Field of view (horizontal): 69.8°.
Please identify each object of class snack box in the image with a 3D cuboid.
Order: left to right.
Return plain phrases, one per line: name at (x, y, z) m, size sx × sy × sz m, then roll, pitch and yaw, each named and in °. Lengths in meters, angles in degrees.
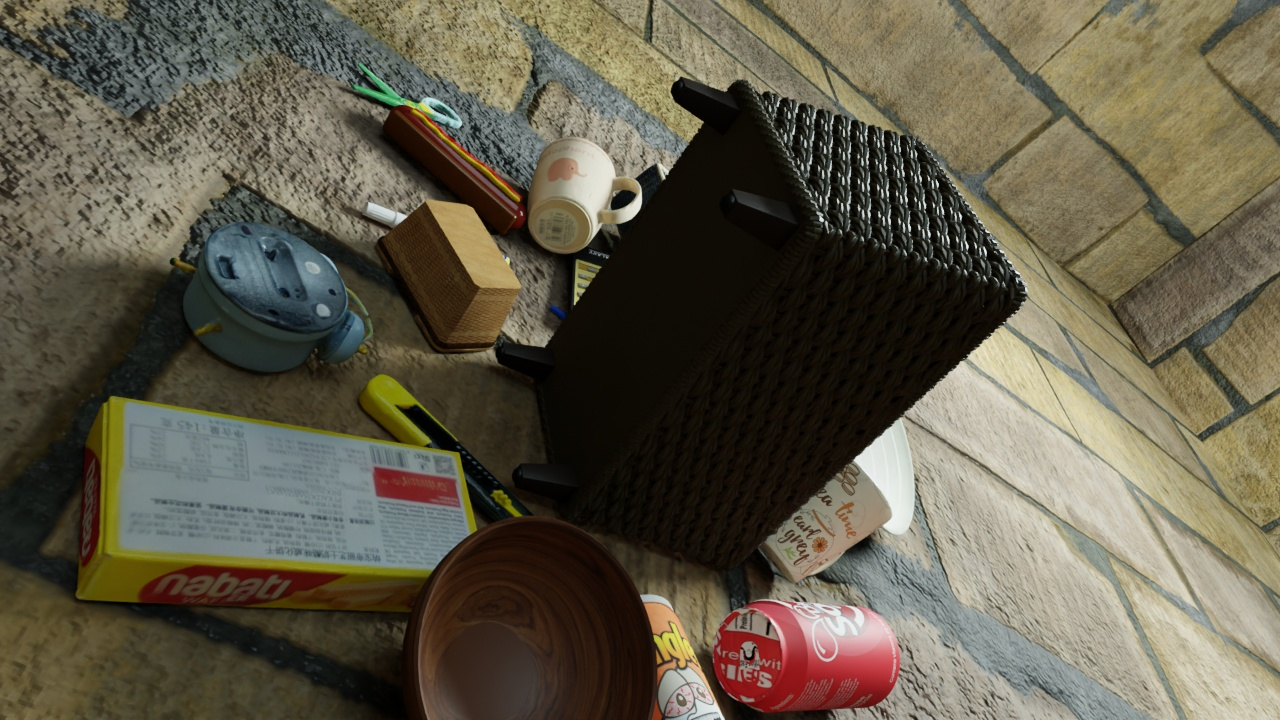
snack box at (-0.181, 0.082, 0.487) m, size 0.200 × 0.042 × 0.092 m, roll 16°, pitch 40°, yaw -41°

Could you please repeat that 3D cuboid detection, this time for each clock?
clock at (-0.223, -0.037, 0.576) m, size 0.124 × 0.052 × 0.088 m, roll 4°, pitch 47°, yaw -50°

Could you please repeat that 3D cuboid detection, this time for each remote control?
remote control at (-0.039, -0.066, 0.862) m, size 0.058 × 0.013 × 0.133 m, roll 16°, pitch 33°, yaw -14°

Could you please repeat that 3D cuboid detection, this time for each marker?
marker at (-0.169, -0.103, 0.767) m, size 0.132 × 0.014 × 0.014 m, roll 20°, pitch 37°, yaw -36°

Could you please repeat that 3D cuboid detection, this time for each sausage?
sausage at (-0.167, -0.175, 0.837) m, size 0.155 × 0.040 × 0.040 m, roll 41°, pitch 29°, yaw -6°

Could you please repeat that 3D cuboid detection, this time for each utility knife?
utility knife at (-0.116, 0.073, 0.605) m, size 0.171 × 0.020 × 0.028 m, roll 43°, pitch 31°, yaw -4°

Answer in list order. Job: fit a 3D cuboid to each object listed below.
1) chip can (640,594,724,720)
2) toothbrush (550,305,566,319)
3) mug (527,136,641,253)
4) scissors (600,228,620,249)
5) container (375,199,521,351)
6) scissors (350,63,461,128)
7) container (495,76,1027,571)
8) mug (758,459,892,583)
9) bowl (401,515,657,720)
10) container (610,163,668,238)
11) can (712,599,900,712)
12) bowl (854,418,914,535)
chip can at (0.028, 0.231, 0.501) m, size 0.062 × 0.062 × 0.210 m, roll 20°, pitch 28°, yaw -37°
toothbrush at (-0.005, 0.005, 0.838) m, size 0.186 × 0.011 × 0.016 m, roll 37°, pitch 30°, yaw -13°
mug at (-0.055, -0.156, 0.891) m, size 0.111 × 0.085 × 0.104 m, roll 2°, pitch 39°, yaw 6°
scissors at (-0.026, -0.103, 0.949) m, size 0.086 × 0.016 × 0.135 m, roll 13°, pitch 41°, yaw -41°
container at (-0.144, -0.069, 0.706) m, size 0.063 × 0.061 × 0.114 m, roll -4°, pitch 54°, yaw -53°
scissors at (-0.221, -0.246, 0.888) m, size 0.128 × 0.012 × 0.119 m, roll 43°, pitch 28°, yaw -6°
container at (0.053, -0.020, 0.645) m, size 0.204 × 0.322 × 0.176 m, roll 16°, pitch 39°, yaw -30°
mug at (0.151, 0.143, 0.778) m, size 0.081 × 0.097 × 0.122 m, roll 44°, pitch -11°, yaw 39°
bowl at (-0.068, 0.162, 0.487) m, size 0.147 × 0.069 × 0.147 m, roll 21°, pitch 56°, yaw -34°
container at (0.052, -0.093, 0.949) m, size 0.145 × 0.071 × 0.187 m, roll 35°, pitch 28°, yaw -44°
can at (0.123, 0.215, 0.667) m, size 0.142 × 0.075 × 0.074 m, roll 17°, pitch 40°, yaw -40°
bowl at (0.216, 0.093, 0.928) m, size 0.176 × 0.058 × 0.176 m, roll 30°, pitch 52°, yaw -47°
